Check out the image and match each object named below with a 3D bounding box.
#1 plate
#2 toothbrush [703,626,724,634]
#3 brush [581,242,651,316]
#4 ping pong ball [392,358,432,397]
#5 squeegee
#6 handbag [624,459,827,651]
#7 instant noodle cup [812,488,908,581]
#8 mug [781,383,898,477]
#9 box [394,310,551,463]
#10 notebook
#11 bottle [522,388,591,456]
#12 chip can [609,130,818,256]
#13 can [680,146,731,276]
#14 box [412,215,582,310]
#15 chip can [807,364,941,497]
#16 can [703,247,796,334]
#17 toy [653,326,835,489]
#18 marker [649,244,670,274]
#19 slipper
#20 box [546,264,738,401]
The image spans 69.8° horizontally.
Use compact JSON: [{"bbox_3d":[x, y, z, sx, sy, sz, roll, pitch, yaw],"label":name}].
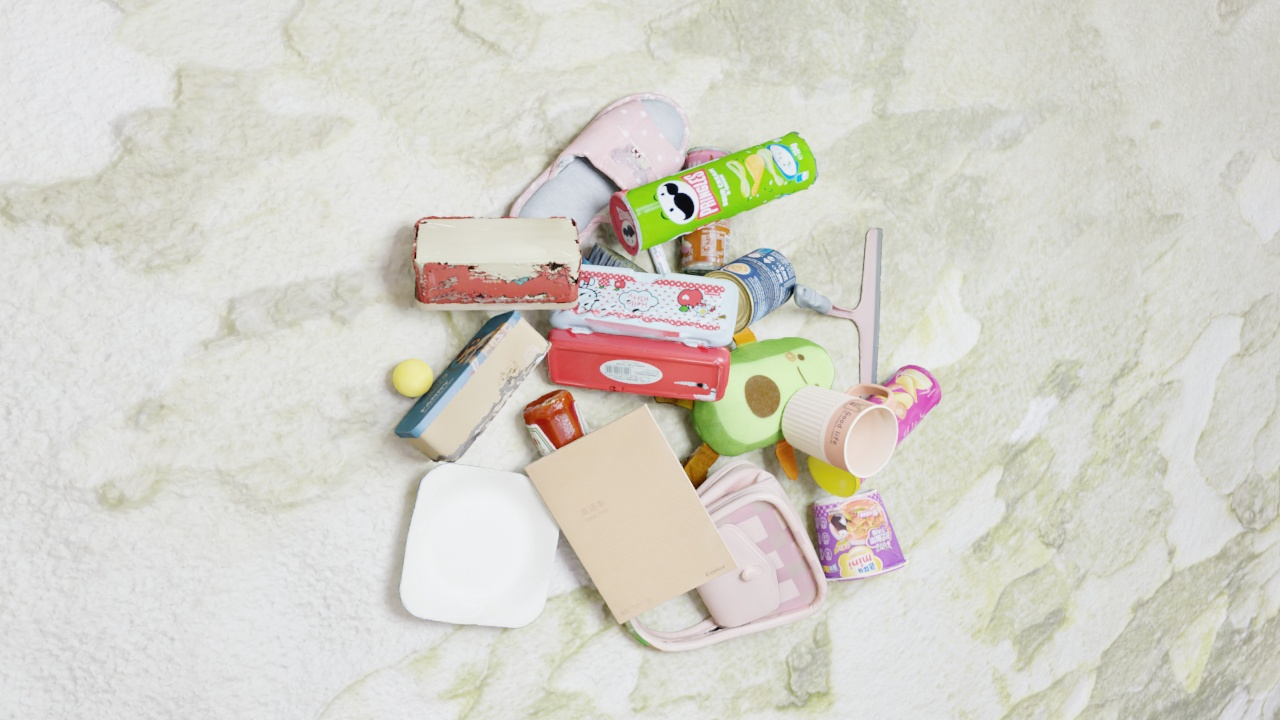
[{"bbox_3d":[-0.170,0.197,0.976,0.163,0.034,0.164,14,81,-24],"label":"plate"},{"bbox_3d":[0.153,0.314,1.137,0.180,0.018,0.015,-13,96,-24],"label":"toothbrush"},{"bbox_3d":[-0.012,-0.072,1.054,0.144,0.055,0.073,33,99,-19],"label":"brush"},{"bbox_3d":[-0.235,0.018,0.949,0.040,0.040,0.040,1,87,-26],"label":"ping pong ball"},{"bbox_3d":[0.238,-0.068,1.147,0.249,0.040,0.247,9,83,-55],"label":"squeegee"},{"bbox_3d":[0.085,0.246,1.061,0.234,0.093,0.193,-30,115,-3],"label":"handbag"},{"bbox_3d":[0.268,0.217,1.149,0.111,0.112,0.099,-11,85,-26],"label":"instant noodle cup"},{"bbox_3d":[0.236,0.068,1.051,0.114,0.106,0.082,-43,122,-18],"label":"mug"},{"bbox_3d":[-0.176,0.032,0.950,0.060,0.090,0.183,47,65,-17],"label":"box"},{"bbox_3d":[-0.009,0.170,0.991,0.149,0.012,0.211,-28,102,7],"label":"notebook"},{"bbox_3d":[-0.063,0.133,1.018,0.059,0.060,0.206,-29,101,-24],"label":"bottle"},{"bbox_3d":[0.083,-0.190,1.031,0.235,0.072,0.072,-23,98,-17],"label":"chip can"},{"bbox_3d":[0.079,-0.177,1.098,0.057,0.058,0.147,5,86,-25],"label":"can"},{"bbox_3d":[-0.146,-0.106,0.937,0.168,0.076,0.091,-2,44,-9],"label":"box"},{"bbox_3d":[0.300,0.086,1.164,0.210,0.072,0.071,-36,103,-34],"label":"chip can"},{"bbox_3d":[0.123,-0.082,1.059,0.110,0.075,0.075,-30,102,-47],"label":"can"},{"bbox_3d":[0.135,0.044,1.098,0.246,0.090,0.227,-26,102,-22],"label":"toy"},{"bbox_3d":[0.025,-0.113,1.092,0.017,0.017,0.145,-23,97,-25],"label":"marker"},{"bbox_3d":[-0.040,-0.212,1.044,0.273,0.054,0.114,-44,105,-20],"label":"slipper"},{"bbox_3d":[0.002,-0.033,1.003,0.201,0.119,0.098,6,48,6],"label":"box"}]
